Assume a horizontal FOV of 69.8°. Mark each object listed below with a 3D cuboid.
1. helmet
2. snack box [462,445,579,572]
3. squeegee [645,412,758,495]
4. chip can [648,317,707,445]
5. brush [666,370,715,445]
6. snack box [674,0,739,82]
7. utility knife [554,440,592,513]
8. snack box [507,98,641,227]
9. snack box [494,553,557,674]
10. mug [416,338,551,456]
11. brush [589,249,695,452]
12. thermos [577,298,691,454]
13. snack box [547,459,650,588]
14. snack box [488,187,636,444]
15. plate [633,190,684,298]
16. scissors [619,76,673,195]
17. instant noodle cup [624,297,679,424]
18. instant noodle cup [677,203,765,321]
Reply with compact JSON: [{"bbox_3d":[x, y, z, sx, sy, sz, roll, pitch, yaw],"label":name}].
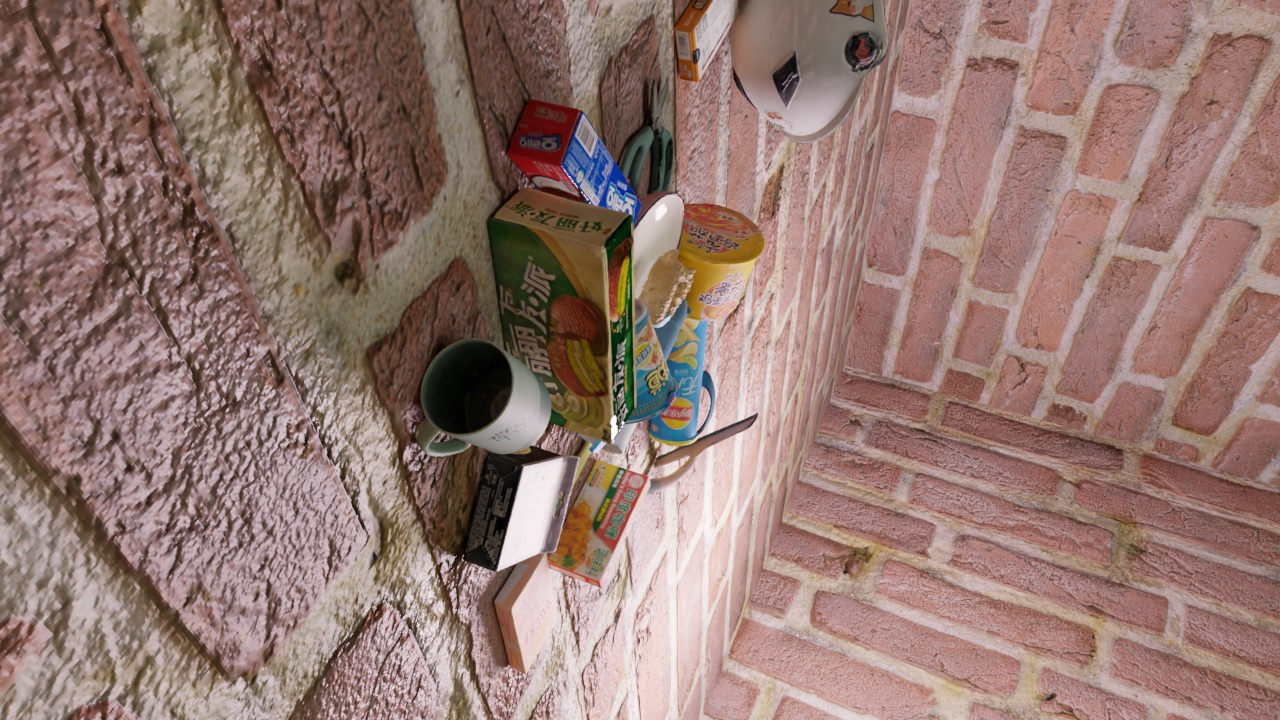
[{"bbox_3d":[0.202,-0.440,1.198,0.156,0.230,0.274,15,95,-30],"label":"helmet"},{"bbox_3d":[-0.123,0.152,0.960,0.125,0.053,0.113,1,105,-72],"label":"snack box"},{"bbox_3d":[0.023,0.171,1.323,0.248,0.040,0.248,-25,177,-41],"label":"squeegee"},{"bbox_3d":[0.056,0.012,1.307,0.071,0.071,0.210,-35,133,-63],"label":"chip can"},{"bbox_3d":[0.073,0.075,1.396,0.144,0.073,0.055,-63,171,31],"label":"brush"},{"bbox_3d":[0.084,-0.415,1.114,0.075,0.026,0.153,80,32,-54],"label":"snack box"},{"bbox_3d":[-0.080,0.137,1.131,0.031,0.022,0.211,83,23,-48],"label":"utility knife"},{"bbox_3d":[-0.055,-0.169,0.869,0.207,0.058,0.057,42,66,-70],"label":"snack box"},{"bbox_3d":[-0.135,0.301,1.100,0.157,0.026,0.084,88,26,-45],"label":"snack box"},{"bbox_3d":[-0.139,0.044,0.792,0.112,0.082,0.106,-41,160,0],"label":"mug"},{"bbox_3d":[-0.002,-0.008,1.068,0.254,0.046,0.083,-67,166,0],"label":"brush"},{"bbox_3d":[-0.007,0.007,1.147,0.220,0.070,0.070,-65,160,-17],"label":"thermos"},{"bbox_3d":[-0.053,0.208,1.181,0.027,0.077,0.155,79,32,-54],"label":"snack box"},{"bbox_3d":[-0.067,-0.036,0.861,0.241,0.114,0.063,90,26,-43],"label":"snack box"},{"bbox_3d":[-0.011,-0.109,1.055,0.192,0.039,0.193,-55,161,-29],"label":"plate"},{"bbox_3d":[0.005,-0.231,1.058,0.170,0.019,0.180,88,27,-49],"label":"scissors"},{"bbox_3d":[-0.017,-0.005,0.972,0.099,0.099,0.110,-54,139,-46],"label":"instant noodle cup"},{"bbox_3d":[0.086,-0.126,1.217,0.137,0.138,0.110,-54,162,-46],"label":"instant noodle cup"}]
